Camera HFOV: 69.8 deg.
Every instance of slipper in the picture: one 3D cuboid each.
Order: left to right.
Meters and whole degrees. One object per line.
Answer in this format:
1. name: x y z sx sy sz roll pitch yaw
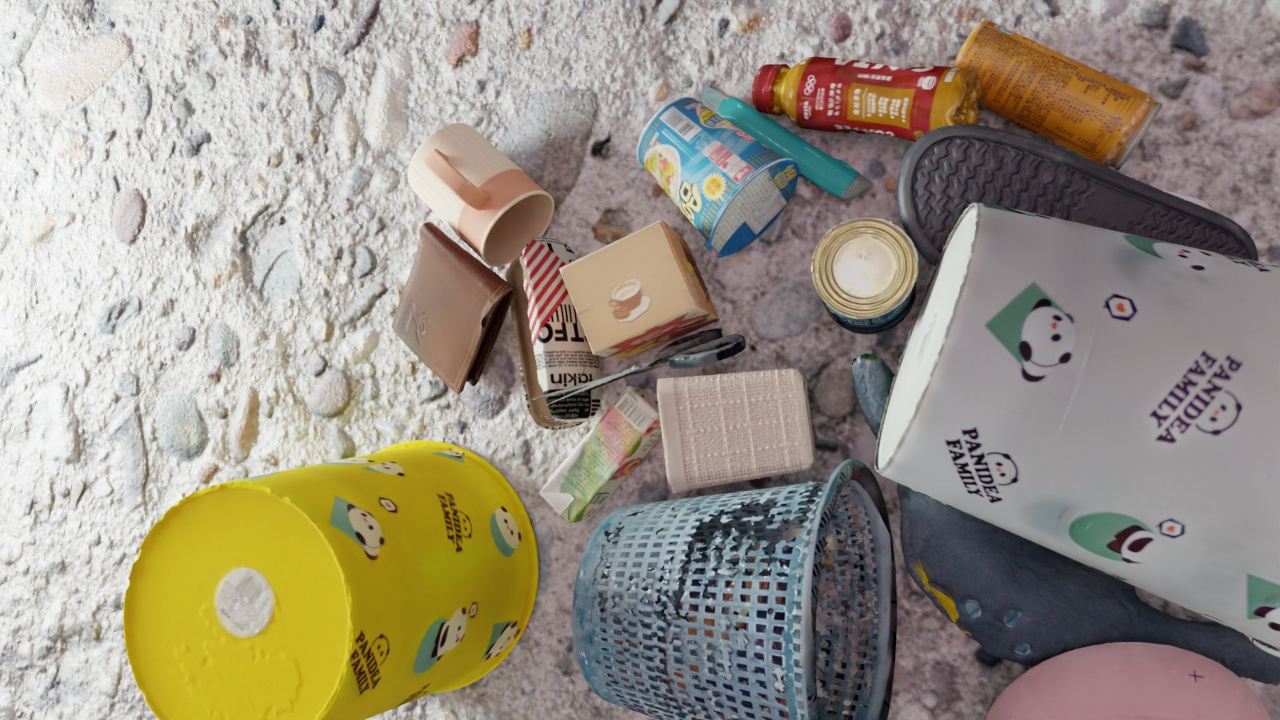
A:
1. slipper: 0.312 -0.091 0.686 0.268 0.083 0.111 17 97 -2

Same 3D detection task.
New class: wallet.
1. wallet: -0.170 -0.046 0.812 0.101 0.032 0.125 40 126 16

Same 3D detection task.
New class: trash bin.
1. trash bin: -0.235 0.179 0.725 0.230 0.255 0.229 -1 86 16
2. trash bin: 0.066 0.184 0.674 0.195 0.226 0.226 -2 86 28
3. trash bin: 0.296 0.026 0.564 0.252 0.229 0.229 19 91 9

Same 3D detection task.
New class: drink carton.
1. drink carton: -0.029 0.079 0.777 0.045 0.053 0.122 43 98 16

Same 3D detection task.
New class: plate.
1. plate: 0.333 0.281 0.626 0.192 0.039 0.193 3 113 8

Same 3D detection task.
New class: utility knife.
1. utility knife: 0.118 -0.185 0.774 0.174 0.013 0.029 38 94 18

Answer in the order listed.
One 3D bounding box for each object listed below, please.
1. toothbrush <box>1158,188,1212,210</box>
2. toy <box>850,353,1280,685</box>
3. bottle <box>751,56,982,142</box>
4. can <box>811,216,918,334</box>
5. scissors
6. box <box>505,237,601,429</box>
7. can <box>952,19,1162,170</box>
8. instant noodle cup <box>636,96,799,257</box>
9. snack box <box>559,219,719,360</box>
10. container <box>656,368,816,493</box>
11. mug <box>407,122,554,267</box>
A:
1. toothbrush: 0.343 -0.144 0.706 0.180 0.016 0.016 21 86 17
2. toy: 0.272 0.139 0.666 0.356 0.091 0.138 41 96 12
3. bottle: 0.173 -0.207 0.723 0.175 0.057 0.057 16 91 32
4. can: 0.172 -0.062 0.699 0.075 0.111 0.075 -1 86 16
5. scissors: 0.004 0.005 0.731 0.163 0.164 0.014 -6 105 37
6. box: -0.079 -0.020 0.801 0.086 0.076 0.163 -24 75 48
7. can: 0.310 -0.202 0.696 0.146 0.058 0.058 33 95 15
8. instant noodle cup: 0.056 -0.157 0.752 0.099 0.099 0.110 -46 69 8
9. snack box: 0.001 -0.054 0.756 0.093 0.094 0.077 -24 81 13
10. container: 0.079 0.054 0.731 0.111 0.090 0.090 -8 84 12
11. mug: -0.146 -0.148 0.795 0.106 0.114 0.082 43 98 17
